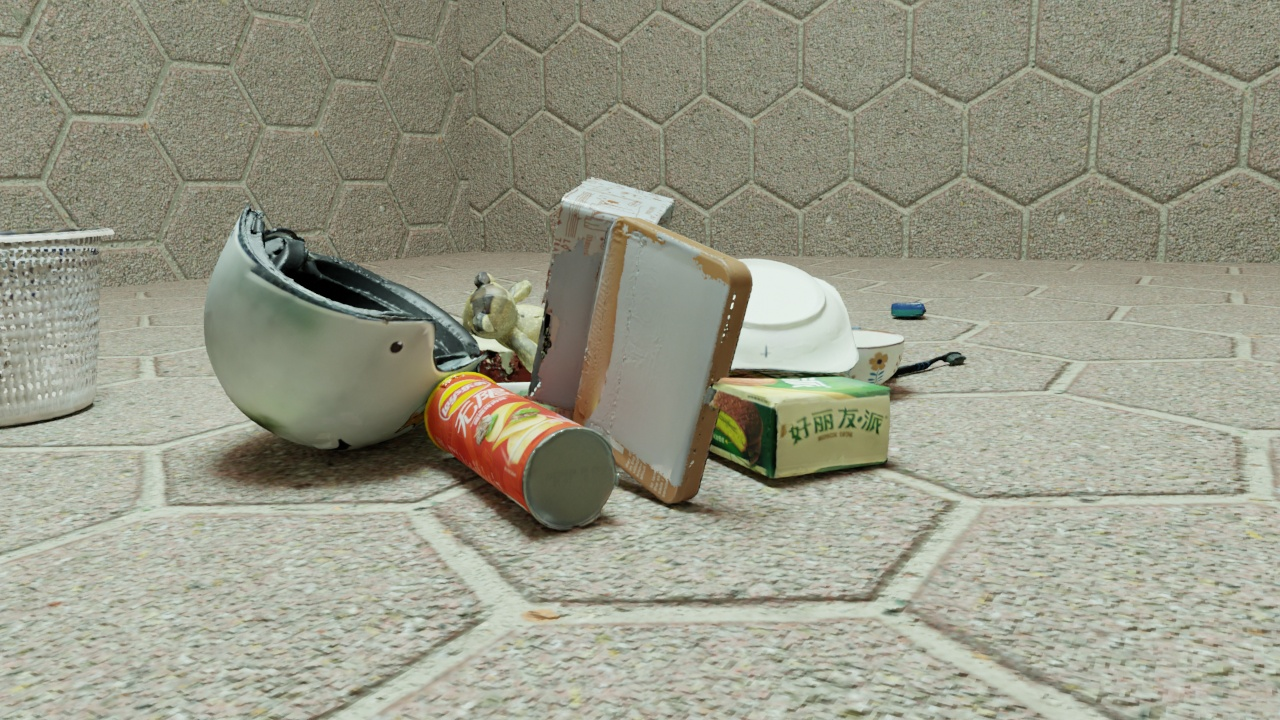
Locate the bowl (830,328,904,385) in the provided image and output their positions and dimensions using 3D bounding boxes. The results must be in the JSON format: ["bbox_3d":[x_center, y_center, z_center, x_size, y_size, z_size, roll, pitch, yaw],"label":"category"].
[{"bbox_3d":[0.218,0.004,0.963,0.113,0.062,0.113,-3,11,0],"label":"bowl"}]

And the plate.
[{"bbox_3d":[0.106,-0.048,0.809,0.164,0.034,0.163,2,36,-2],"label":"plate"}]

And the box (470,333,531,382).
[{"bbox_3d":[-0.172,0.002,0.984,0.169,0.079,0.091,6,12,37],"label":"box"}]

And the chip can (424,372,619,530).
[{"bbox_3d":[-0.096,0.060,0.679,0.073,0.073,0.217,-7,12,-28],"label":"chip can"}]

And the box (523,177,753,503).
[{"bbox_3d":[-0.015,-0.030,0.710,0.126,0.179,0.273,6,21,-19],"label":"box"}]

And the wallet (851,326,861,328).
[{"bbox_3d":[0.194,-0.020,1.142,0.132,0.040,0.107,-7,-2,-27],"label":"wallet"}]

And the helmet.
[{"bbox_3d":[-0.268,-0.006,0.803,0.230,0.157,0.274,32,-1,3],"label":"helmet"}]

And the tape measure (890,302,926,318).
[{"bbox_3d":[0.437,-0.081,1.499,0.054,0.025,0.058,-2,6,10],"label":"tape measure"}]

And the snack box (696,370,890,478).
[{"bbox_3d":[0.092,0.038,0.788,0.114,0.063,0.240,-4,10,-26],"label":"snack box"}]

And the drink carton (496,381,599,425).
[{"bbox_3d":[-0.082,0.041,0.849,0.122,0.045,0.053,-1,1,-8],"label":"drink carton"}]

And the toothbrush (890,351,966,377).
[{"bbox_3d":[0.317,0.009,1.060,0.189,0.014,0.016,-10,39,-36],"label":"toothbrush"}]

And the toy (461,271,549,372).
[{"bbox_3d":[-0.111,-0.024,0.878,0.066,0.105,0.157,-20,-34,22],"label":"toy"}]

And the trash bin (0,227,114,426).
[{"bbox_3d":[-0.667,-0.038,0.957,0.227,0.192,0.227,-1,11,0],"label":"trash bin"}]
